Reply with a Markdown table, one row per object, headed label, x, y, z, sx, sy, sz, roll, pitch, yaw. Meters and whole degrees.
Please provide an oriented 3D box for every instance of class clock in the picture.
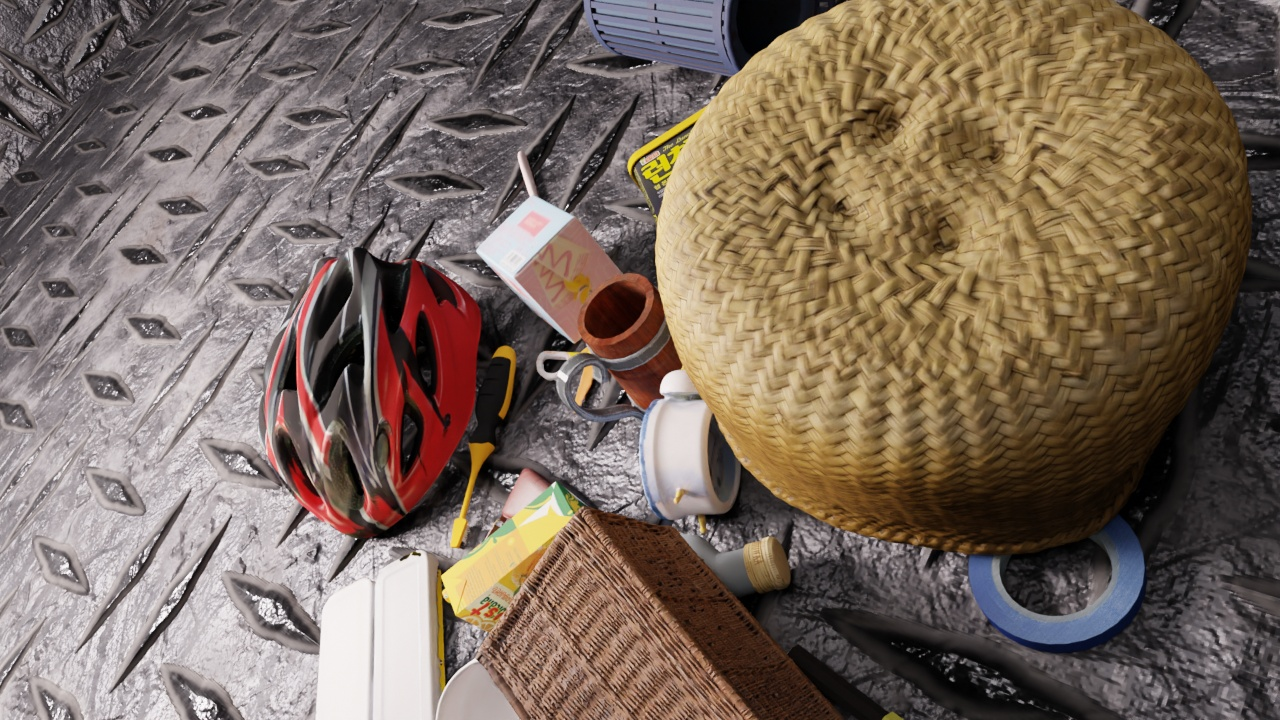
| label | x | y | z | sx | sy | sz | roll | pitch | yaw |
| --- | --- | --- | --- | --- | --- | --- | --- | --- | --- |
| clock | 0.038 | 0.057 | 0.667 | 0.052 | 0.089 | 0.125 | -6 | 57 | 24 |

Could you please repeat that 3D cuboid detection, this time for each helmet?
| label | x | y | z | sx | sy | sz | roll | pitch | yaw |
| --- | --- | --- | --- | --- | --- | --- | --- | --- | --- |
| helmet | -0.258 | 0.027 | 0.859 | 0.218 | 0.167 | 0.271 | -12 | 65 | 36 |

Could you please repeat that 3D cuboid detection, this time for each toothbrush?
| label | x | y | z | sx | sy | sz | roll | pitch | yaw |
| --- | --- | --- | --- | --- | --- | --- | --- | --- | --- |
| toothbrush | -0.118 | -0.175 | 0.997 | 0.018 | 0.015 | 0.181 | -34 | 46 | 16 |
| toothbrush | -0.141 | 0.073 | 0.820 | 0.031 | 0.031 | 0.196 | -1 | 60 | 21 |

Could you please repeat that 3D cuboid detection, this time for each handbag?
| label | x | y | z | sx | sy | sz | roll | pitch | yaw |
| --- | --- | --- | --- | --- | --- | --- | --- | --- | --- |
| handbag | -0.109 | 0.149 | 0.748 | 0.055 | 0.029 | 0.119 | 30 | 83 | 46 |

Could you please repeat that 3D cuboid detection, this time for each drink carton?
| label | x | y | z | sx | sy | sz | roll | pitch | yaw |
| --- | --- | --- | --- | --- | --- | --- | --- | --- | --- |
| drink carton | -0.088 | 0.156 | 0.701 | 0.122 | 0.058 | 0.041 | -39 | 45 | 3 |

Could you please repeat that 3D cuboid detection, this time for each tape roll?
| label | x | y | z | sx | sy | sz | roll | pitch | yaw |
| --- | --- | --- | --- | --- | --- | --- | --- | --- | --- |
| tape roll | 0.240 | 0.122 | 0.532 | 0.093 | 0.016 | 0.091 | 0 | 58 | 34 |

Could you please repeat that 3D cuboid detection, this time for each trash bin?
| label | x | y | z | sx | sy | sz | roll | pitch | yaw |
| --- | --- | --- | --- | --- | --- | --- | --- | --- | --- |
| trash bin | 0.057 | -0.362 | 0.932 | 0.139 | 0.139 | 0.250 | -51 | 44 | -8 |

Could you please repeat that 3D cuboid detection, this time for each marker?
| label | x | y | z | sx | sy | sz | roll | pitch | yaw |
| --- | --- | --- | --- | --- | --- | --- | --- | --- | --- |
| marker | 0.135 | 0.208 | 0.539 | 0.017 | 0.021 | 0.124 | -51 | 42 | -10 |

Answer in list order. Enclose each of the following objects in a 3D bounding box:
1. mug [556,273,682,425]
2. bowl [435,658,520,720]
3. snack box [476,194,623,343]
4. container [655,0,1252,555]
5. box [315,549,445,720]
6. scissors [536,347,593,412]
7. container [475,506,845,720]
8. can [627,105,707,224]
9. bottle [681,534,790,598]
| label | x | y | z | sx | sy | sz | roll | pitch | yaw |
| --- | --- | --- | --- | --- | --- | --- | --- | --- | --- |
| mug | -0.004 | 0.004 | 0.718 | 0.117 | 0.111 | 0.081 | -49 | 45 | -7 |
| bowl | -0.080 | 0.243 | 0.618 | 0.105 | 0.054 | 0.105 | 0 | 91 | 16 |
| snack box | -0.079 | -0.085 | 0.839 | 0.079 | 0.095 | 0.093 | -46 | 36 | -7 |
| container | 0.158 | -0.055 | 0.519 | 0.307 | 0.196 | 0.306 | -9 | 65 | 20 |
| box | -0.211 | 0.262 | 0.734 | 0.127 | 0.023 | 0.209 | -26 | 48 | 14 |
| scissors | -0.042 | -0.007 | 0.824 | 0.129 | 0.011 | 0.125 | -3 | 55 | 35 |
| container | 0.015 | 0.192 | 0.528 | 0.113 | 0.113 | 0.198 | -51 | 58 | 8 |
| can | 0.067 | -0.162 | 0.823 | 0.131 | 0.072 | 0.101 | -30 | 49 | 12 |
| bottle | 0.022 | 0.160 | 0.632 | 0.161 | 0.046 | 0.072 | -21 | 49 | 20 |
